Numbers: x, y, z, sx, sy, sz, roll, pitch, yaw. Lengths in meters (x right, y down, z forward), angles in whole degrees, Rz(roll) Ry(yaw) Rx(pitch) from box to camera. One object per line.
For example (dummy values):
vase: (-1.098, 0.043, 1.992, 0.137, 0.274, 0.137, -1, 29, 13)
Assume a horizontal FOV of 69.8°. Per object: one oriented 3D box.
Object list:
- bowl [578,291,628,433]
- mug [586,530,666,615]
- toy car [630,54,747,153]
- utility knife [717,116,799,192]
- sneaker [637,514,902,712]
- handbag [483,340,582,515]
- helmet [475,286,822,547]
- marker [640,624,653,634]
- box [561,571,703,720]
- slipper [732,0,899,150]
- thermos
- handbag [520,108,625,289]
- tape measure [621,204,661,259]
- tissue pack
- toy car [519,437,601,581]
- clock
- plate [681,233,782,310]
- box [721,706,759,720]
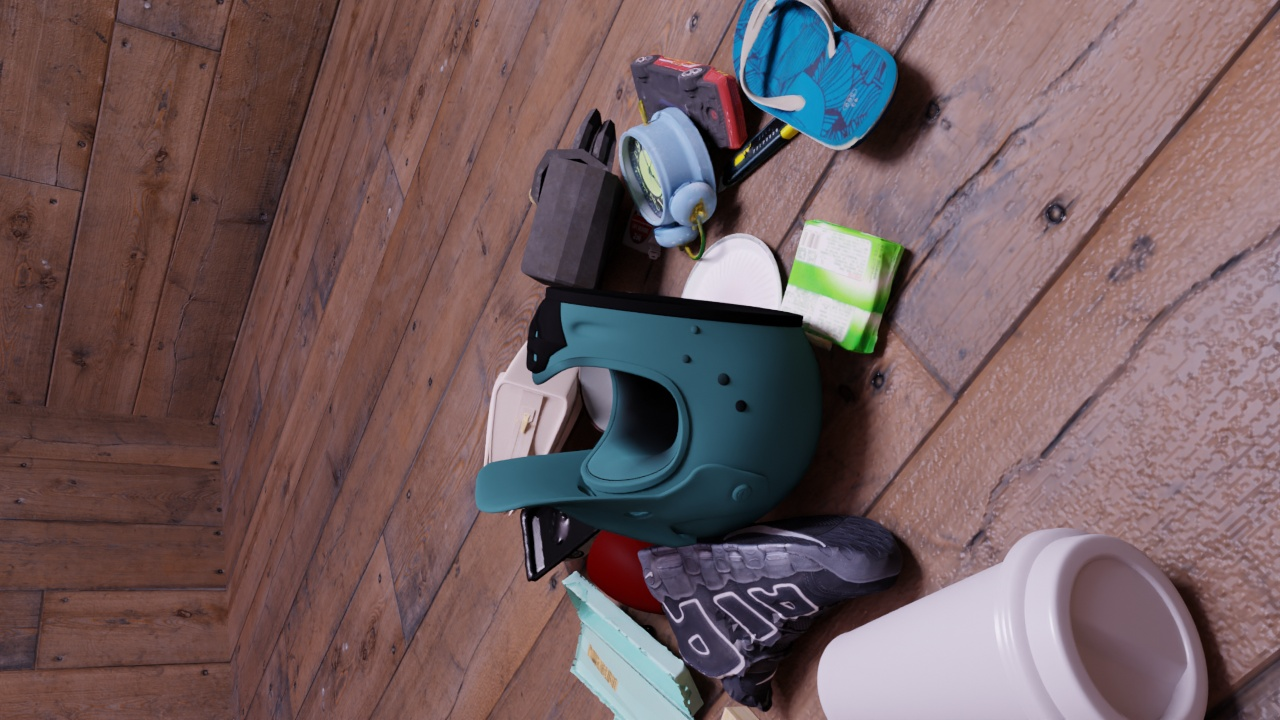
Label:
bowl: (-0.006, 0.006, 0.986, 0.151, 0.056, 0.150, -21, 65, 53)
mug: (0.015, 0.196, 0.897, 0.088, 0.087, 0.114, 32, 90, 45)
toy car: (0.047, -0.272, 0.958, 0.189, 0.056, 0.082, 38, 149, 54)
utility knife: (0.125, -0.213, 0.876, 0.173, 0.020, 0.028, -38, 50, 47)
sneaker: (0.105, 0.211, 0.746, 0.253, 0.097, 0.150, -17, 85, 48)
handbag: (-0.131, 0.090, 1.077, 0.194, 0.101, 0.198, -75, 2, -70)
helmet: (0.013, 0.051, 0.738, 0.176, 0.274, 0.200, -157, 72, -67)
marker: (-0.026, 0.306, 0.981, 0.134, 0.018, 0.015, -40, 53, 41)
box: (-0.011, 0.307, 0.918, 0.187, 0.052, 0.139, 29, 134, 47)
slipper: (0.131, -0.274, 0.817, 0.118, 0.060, 0.294, -62, 30, 26)
thermos: (0.208, 0.190, 0.567, 0.222, 0.131, 0.131, -43, 48, 53)
handbag: (-0.073, -0.180, 1.023, 0.197, 0.102, 0.199, -120, 46, -89)
tape measure: (0.009, -0.150, 1.034, 0.060, 0.020, 0.062, 32, 108, 55)
tissue pack: (0.164, -0.062, 0.766, 0.114, 0.034, 0.099, 32, 110, 56)
toy car: (-0.057, 0.169, 1.011, 0.192, 0.071, 0.094, -46, 45, 41)
clock: (0.034, -0.179, 0.935, 0.162, 0.060, 0.118, 63, 164, 13)
plate: (0.087, -0.046, 0.896, 0.157, 0.014, 0.156, -19, 67, 53)
box: (0.107, 0.455, 0.723, 0.253, 0.068, 0.247, 33, 109, 61)
